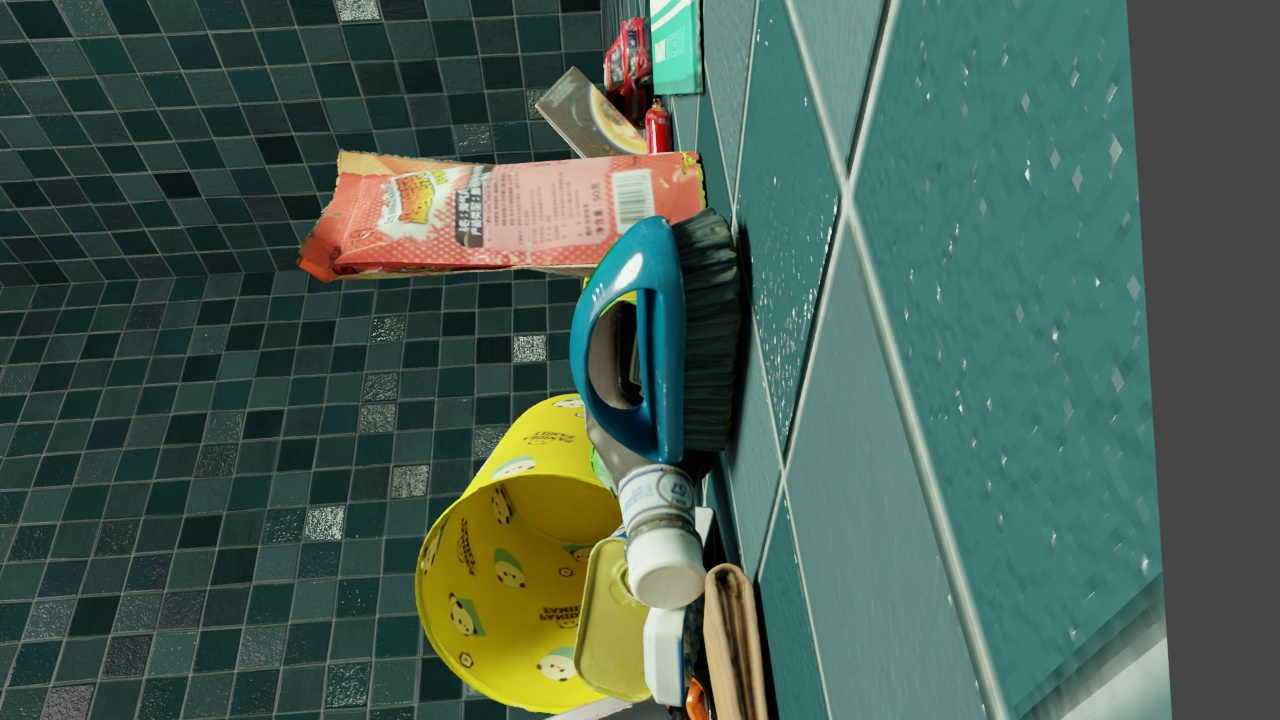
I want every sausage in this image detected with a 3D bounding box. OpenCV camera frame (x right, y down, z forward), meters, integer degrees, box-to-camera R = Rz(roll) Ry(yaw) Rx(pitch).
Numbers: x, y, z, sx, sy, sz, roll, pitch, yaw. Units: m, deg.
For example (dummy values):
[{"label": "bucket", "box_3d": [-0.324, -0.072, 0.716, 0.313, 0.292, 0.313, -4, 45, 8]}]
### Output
[{"label": "sausage", "box_3d": [0.016, -0.107, 0.653, 0.020, 0.020, 0.156, -128, 34, -86]}]

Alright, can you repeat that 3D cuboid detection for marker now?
[{"label": "marker", "box_3d": [0.040, 0.239, 0.646, 0.022, 0.018, 0.131, -80, -10, -59]}]

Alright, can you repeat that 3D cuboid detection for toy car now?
[{"label": "toy car", "box_3d": [-0.007, -0.228, 0.742, 0.121, 0.045, 0.053, 107, 158, -77]}]

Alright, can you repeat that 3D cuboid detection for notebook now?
[{"label": "notebook", "box_3d": [0.018, -0.232, 0.535, 0.209, 0.012, 0.150, -103, 9, -74]}]

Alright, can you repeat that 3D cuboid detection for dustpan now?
[{"label": "dustpan", "box_3d": [-0.055, 0.338, 0.835, 0.274, 0.222, 0.139, 169, 85, -75]}]

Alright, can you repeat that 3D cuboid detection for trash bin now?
[{"label": "trash bin", "box_3d": [-0.069, 0.160, 0.879, 0.255, 0.230, 0.230, -81, -11, -72]}]

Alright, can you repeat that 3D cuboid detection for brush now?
[{"label": "brush", "box_3d": [0.006, -0.003, 0.404, 0.144, 0.073, 0.055, 89, 168, -51]}]

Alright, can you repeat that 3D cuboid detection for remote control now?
[{"label": "remote control", "box_3d": [0.024, 0.127, 0.489, 0.124, 0.024, 0.049, -55, -35, -68]}]

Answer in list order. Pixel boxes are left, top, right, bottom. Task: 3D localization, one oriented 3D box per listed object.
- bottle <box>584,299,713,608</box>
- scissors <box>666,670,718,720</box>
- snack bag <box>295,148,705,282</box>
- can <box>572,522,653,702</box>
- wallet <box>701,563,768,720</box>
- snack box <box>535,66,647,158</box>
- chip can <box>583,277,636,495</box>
[{"label": "bottle", "box_3d": [0.006, 0.046, 0.500, 0.044, 0.080, 0.194, -42, 30, 24]}, {"label": "scissors", "box_3d": [0.031, 0.204, 0.586, 0.234, 0.021, 0.125, -105, 21, -71]}, {"label": "snack bag", "box_3d": [-0.070, -0.079, 0.500, 0.128, 0.208, 0.073, -98, 10, -53]}, {"label": "can", "box_3d": [0.001, 0.151, 0.590, 0.083, 0.057, 0.102, -26, -53, -73]}, {"label": "wallet", "box_3d": [0.044, 0.159, 0.398, 0.101, 0.020, 0.115, 85, 178, -56]}, {"label": "snack box", "box_3d": [-0.024, -0.161, 0.715, 0.125, 0.053, 0.113, 44, -174, -11]}, {"label": "chip can", "box_3d": [-0.004, 0.004, 0.669, 0.220, 0.072, 0.073, -97, 4, -52]}]
